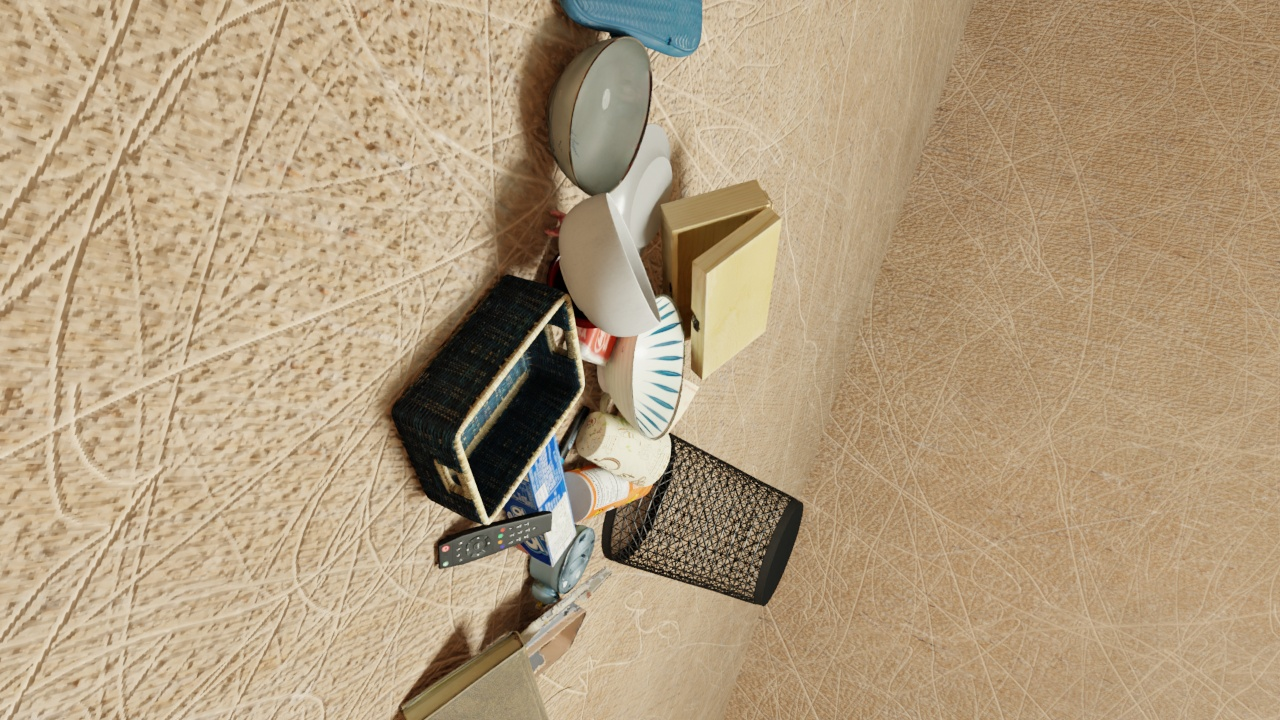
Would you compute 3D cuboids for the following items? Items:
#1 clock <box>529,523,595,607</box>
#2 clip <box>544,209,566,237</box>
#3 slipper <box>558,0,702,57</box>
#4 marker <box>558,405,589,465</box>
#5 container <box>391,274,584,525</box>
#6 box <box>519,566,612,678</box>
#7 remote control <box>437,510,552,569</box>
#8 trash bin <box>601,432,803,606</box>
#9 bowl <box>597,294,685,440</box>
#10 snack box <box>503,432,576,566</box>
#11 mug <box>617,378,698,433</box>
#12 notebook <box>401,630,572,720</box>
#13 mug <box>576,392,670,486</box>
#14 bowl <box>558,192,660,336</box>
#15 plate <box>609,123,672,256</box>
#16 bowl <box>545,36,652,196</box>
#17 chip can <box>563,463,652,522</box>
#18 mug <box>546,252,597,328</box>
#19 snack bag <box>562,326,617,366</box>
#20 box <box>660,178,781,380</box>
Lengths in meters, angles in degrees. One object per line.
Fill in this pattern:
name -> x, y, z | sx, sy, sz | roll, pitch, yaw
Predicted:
clock -> -0.101, 0.255, 1.155 | 0.088, 0.052, 0.125 | -32, 138, -61
clip -> -0.074, -0.139, 0.913 | 0.059, 0.022, 0.038 | 4, 102, -75
slipper -> -0.007, -0.342, 0.847 | 0.213, 0.059, 0.104 | -10, 109, -51
marker -> -0.090, 0.107, 1.101 | 0.122, 0.015, 0.018 | -63, 158, -24
container -> -0.133, 0.034, 0.843 | 0.186, 0.071, 0.145 | -56, 155, -34
box -> -0.116, 0.348, 1.168 | 0.154, 0.058, 0.216 | -62, 162, 18
remote control -> -0.148, 0.181, 0.940 | 0.124, 0.010, 0.039 | -13, 127, -28
trash bin -> 0.101, 0.245, 1.383 | 0.216, 0.243, 0.217 | -52, 152, -41
bowl -> -0.007, 0.007, 1.121 | 0.177, 0.071, 0.177 | 5, 90, -68
snack box -> -0.117, 0.139, 1.000 | 0.059, 0.059, 0.227 | -53, 152, -34
mug -> 0.014, 0.058, 1.248 | 0.104, 0.085, 0.111 | -60, -172, -1
notebook -> -0.164, 0.396, 1.048 | 0.189, 0.034, 0.216 | -31, 142, -24
mug -> -0.024, 0.087, 1.150 | 0.097, 0.081, 0.121 | 25, 56, -36
bowl -> -0.035, -0.082, 0.845 | 0.131, 0.064, 0.132 | -21, 89, -83
plate -> 0.005, -0.187, 1.071 | 0.172, 0.019, 0.173 | -52, 153, -41
bowl -> -0.047, -0.228, 0.845 | 0.150, 0.057, 0.151 | -52, 154, -39
chip can -> -0.048, 0.163, 1.190 | 0.210, 0.062, 0.062 | -1, 109, -69
mug -> -0.047, -0.083, 0.956 | 0.088, 0.087, 0.114 | 96, 11, -79
snack bag -> -0.045, -0.054, 1.041 | 0.116, 0.036, 0.077 | -69, 160, -3
box -> 0.107, -0.092, 1.162 | 0.249, 0.140, 0.122 | 88, -12, -60
